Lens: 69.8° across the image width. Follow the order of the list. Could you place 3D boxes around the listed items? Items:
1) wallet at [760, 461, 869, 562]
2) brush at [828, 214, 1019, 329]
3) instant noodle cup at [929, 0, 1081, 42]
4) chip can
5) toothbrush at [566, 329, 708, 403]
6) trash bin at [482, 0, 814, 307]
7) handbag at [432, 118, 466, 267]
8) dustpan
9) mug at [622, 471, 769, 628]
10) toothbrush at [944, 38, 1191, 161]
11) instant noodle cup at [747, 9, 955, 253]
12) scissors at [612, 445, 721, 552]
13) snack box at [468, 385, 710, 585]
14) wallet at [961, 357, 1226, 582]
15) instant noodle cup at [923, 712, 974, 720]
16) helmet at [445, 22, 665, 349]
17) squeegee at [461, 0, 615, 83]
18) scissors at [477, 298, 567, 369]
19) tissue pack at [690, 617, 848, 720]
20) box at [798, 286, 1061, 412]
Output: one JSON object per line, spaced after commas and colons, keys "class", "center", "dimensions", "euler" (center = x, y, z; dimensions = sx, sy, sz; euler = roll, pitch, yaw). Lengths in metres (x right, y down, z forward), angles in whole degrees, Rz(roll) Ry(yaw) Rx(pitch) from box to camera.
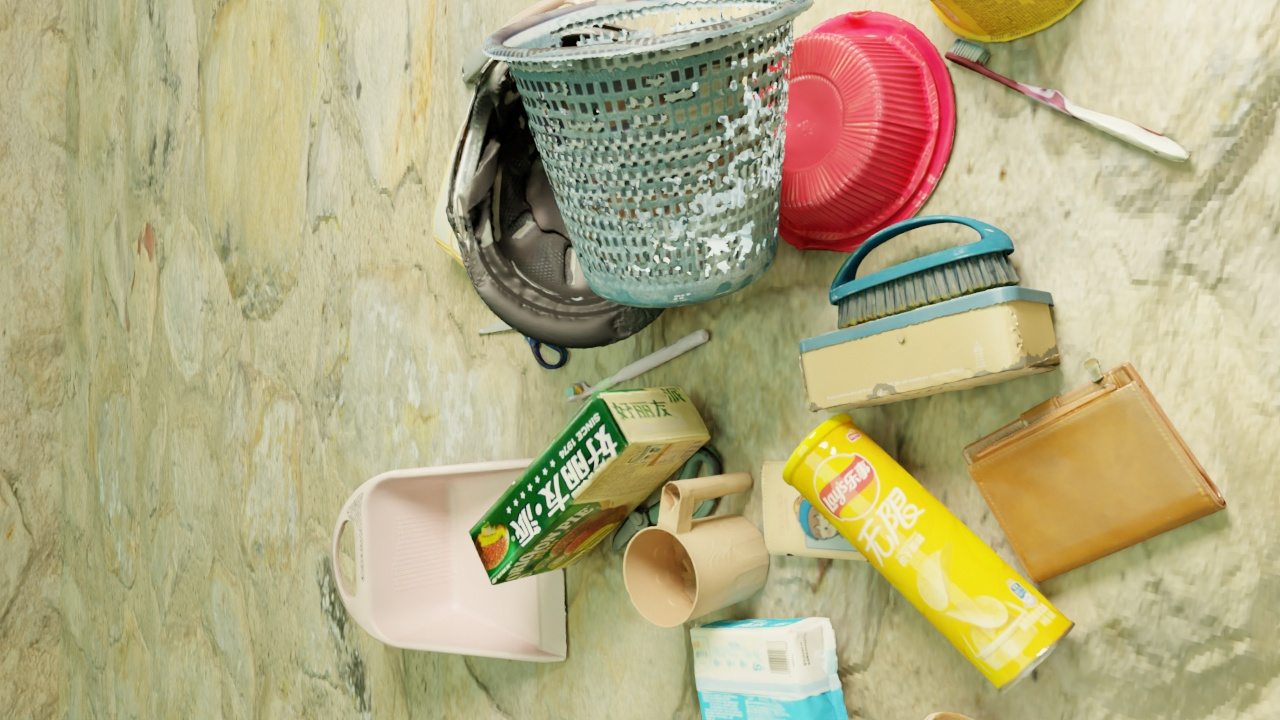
{"class": "wallet", "center": [0.152, 0.120, 0.755], "dimensions": [0.115, 0.024, 0.087], "euler": [-6, 91, 43]}
{"class": "brush", "center": [0.203, -0.068, 0.678], "dimensions": [0.144, 0.055, 0.073], "euler": [-19, 79, 42]}
{"class": "instant noodle cup", "center": [0.229, -0.296, 0.610], "dimensions": [0.138, 0.109, 0.138], "euler": [0, 90, 43]}
{"class": "chip can", "center": [0.200, 0.134, 0.661], "dimensions": [0.213, 0.071, 0.072], "euler": [46, 121, 25]}
{"class": "toothbrush", "center": [-0.005, 0.005, 0.902], "dimensions": [0.190, 0.029, 0.021], "euler": [-25, 115, 39]}
{"class": "trash bin", "center": [0.017, -0.154, 0.669], "dimensions": [0.227, 0.225, 0.195], "euler": [19, 130, 41]}
{"class": "handbag", "center": [-0.149, -0.166, 1.008], "dimensions": [0.179, 0.063, 0.164], "euler": [39, 118, 32]}
{"class": "dustpan", "center": [-0.219, 0.228, 1.028], "dimensions": [0.274, 0.138, 0.222], "euler": [-8, 85, 44]}
{"class": "mug", "center": [0.053, 0.159, 0.793], "dimensions": [0.084, 0.103, 0.125], "euler": [15, 102, 42]}
{"class": "toothbrush", "center": [0.286, -0.180, 0.625], "dimensions": [0.187, 0.016, 0.017], "euler": [42, 108, 35]}
{"class": "instant noodle cup", "center": [0.144, -0.182, 0.725], "dimensions": [0.194, 0.065, 0.194], "euler": [3, 94, 43]}
{"class": "scissors", "center": [0.015, 0.115, 0.887], "dimensions": [0.180, 0.019, 0.170], "euler": [-23, 74, 40]}
{"class": "snack box", "center": [-0.052, 0.119, 0.859], "dimensions": [0.241, 0.114, 0.063], "euler": [-47, 61, 34]}
{"class": "wallet", "center": [0.291, 0.071, 0.613], "dimensions": [0.131, 0.035, 0.119], "euler": [-38, 68, 37]}
{"class": "instant noodle cup", "center": [0.217, 0.324, 0.623], "dimensions": [0.151, 0.151, 0.111], "euler": [40, 109, 35]}
{"class": "helmet", "center": [-0.056, -0.160, 0.836], "dimensions": [0.157, 0.230, 0.274], "euler": [-115, 27, -75]}
{"class": "squeegee", "center": [-0.131, -0.357, 0.996], "dimensions": [0.250, 0.040, 0.247], "euler": [-15, 82, 43]}
{"class": "scissors", "center": [-0.129, -0.049, 1.021], "dimensions": [0.165, 0.012, 0.157], "euler": [52, 125, 30]}
{"class": "tissue pack", "center": [0.107, 0.265, 0.773], "dimensions": [0.140, 0.063, 0.090], "euler": [-15, 79, 41]}
{"class": "box", "center": [0.208, -0.006, 0.654], "dimensions": [0.185, 0.089, 0.059], "euler": [-18, 77, 40]}
